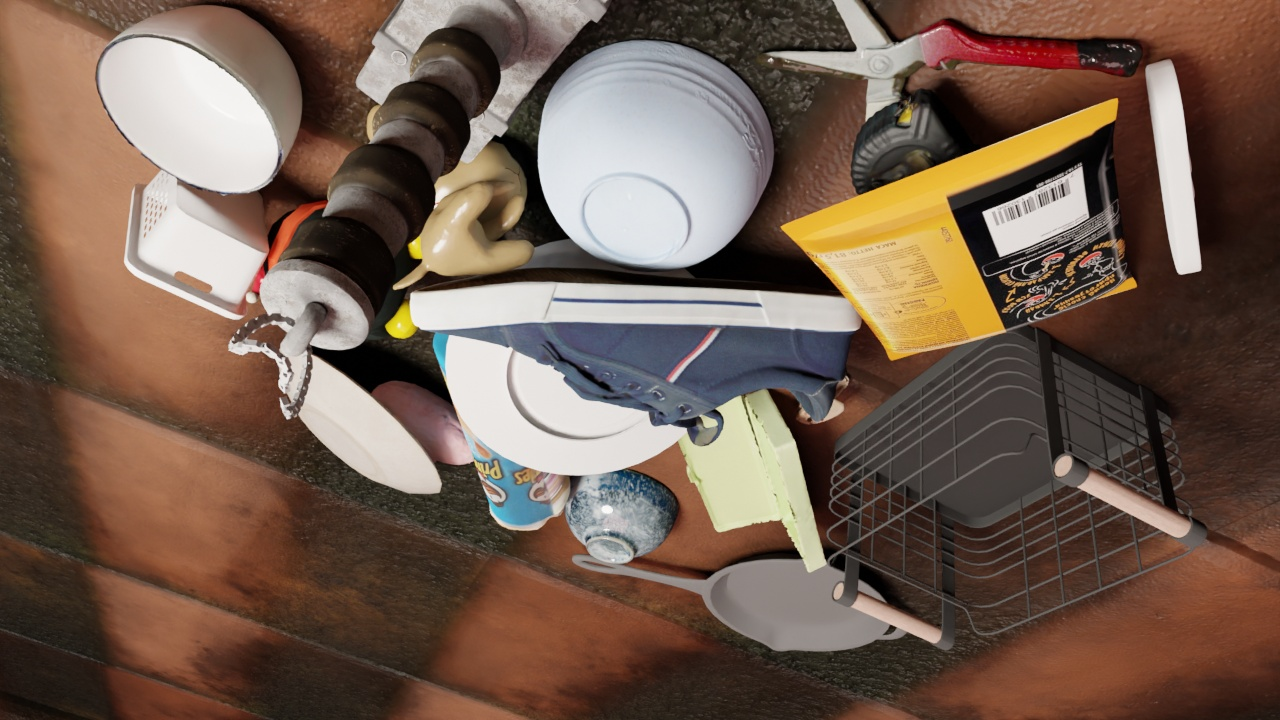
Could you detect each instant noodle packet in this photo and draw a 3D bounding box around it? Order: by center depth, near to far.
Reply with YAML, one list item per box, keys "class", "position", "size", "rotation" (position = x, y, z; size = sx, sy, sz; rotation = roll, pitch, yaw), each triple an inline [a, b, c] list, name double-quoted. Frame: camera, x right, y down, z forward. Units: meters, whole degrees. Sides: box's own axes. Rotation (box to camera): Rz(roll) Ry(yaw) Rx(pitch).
- class: "instant noodle packet"
  position: [0.195, -0.058, 0.531]
  size: [0.160, 0.032, 0.220]
  rotation: [-19, 153, 24]

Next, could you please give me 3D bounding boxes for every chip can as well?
- class: "chip can"
  position: [-0.113, 0.055, 0.785]
  size: [0.080, 0.079, 0.230]
  rotation: [5, 139, 11]

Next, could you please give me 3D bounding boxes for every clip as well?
- class: "clip"
  position: [0.140, 0.037, 0.712]
  size: [0.024, 0.041, 0.061]
  rotation: [22, 135, -6]

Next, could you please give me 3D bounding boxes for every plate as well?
- class: "plate"
  position: [-0.039, 0.007, 0.682]
  size: [0.208, 0.015, 0.209]
  rotation: [-4, 123, -7]
- class: "plate"
  position: [-0.259, 0.064, 0.821]
  size: [0.189, 0.027, 0.189]
  rotation: [30, 151, 18]

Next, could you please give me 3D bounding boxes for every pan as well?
- class: "pan"
  position: [0.103, 0.240, 0.970]
  size: [0.354, 0.024, 0.217]
  rotation: [11, 140, 4]

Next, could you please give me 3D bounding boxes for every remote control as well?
- class: "remote control"
  position: [0.291, -0.102, 0.499]
  size: [0.013, 0.043, 0.136]
  rotation: [-11, 134, 28]

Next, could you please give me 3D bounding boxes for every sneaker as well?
- class: "sneaker"
  position: [-0.004, 0.004, 0.607]
  size: [0.294, 0.120, 0.127]
  rotation: [5, 99, -10]

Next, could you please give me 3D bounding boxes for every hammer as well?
- class: "hammer"
  position: [-0.091, -0.104, 0.395]
  size: [0.079, 0.325, 0.177]
  rotation: [34, 137, -21]

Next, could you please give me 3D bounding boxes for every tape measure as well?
- class: "tape measure"
  position: [0.149, -0.111, 0.512]
  size: [0.063, 0.038, 0.067]
  rotation: [-26, 124, 39]

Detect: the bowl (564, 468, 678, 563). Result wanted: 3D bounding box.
- class: "bowl"
  position: [-0.025, 0.160, 0.890]
  size: [0.114, 0.060, 0.115]
  rotation: [10, 140, 8]

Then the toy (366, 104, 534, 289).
- class: "toy"
  position: [-0.116, -0.098, 0.591]
  size: [0.106, 0.108, 0.134]
  rotation: [-29, 129, 6]

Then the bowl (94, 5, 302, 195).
- class: "bowl"
  position: [-0.268, -0.169, 0.578]
  size: [0.116, 0.065, 0.116]
  rotation: [9, 140, 7]

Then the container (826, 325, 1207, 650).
- class: "container"
  position: [0.260, 0.102, 0.678]
  size: [0.162, 0.130, 0.242]
  rotation: [26, 139, -13]

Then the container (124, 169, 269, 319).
- class: "container"
  position: [-0.302, -0.093, 0.635]
  size: [0.080, 0.129, 0.050]
  rotation: [31, 107, -39]

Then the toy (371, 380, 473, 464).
- class: "toy"
  position: [-0.204, 0.064, 0.843]
  size: [0.108, 0.053, 0.105]
  rotation: [35, 146, -16]

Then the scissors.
- class: "scissors"
  position: [0.165, -0.141, 0.515]
  size: [0.199, 0.015, 0.179]
  rotation: [4, 139, 15]

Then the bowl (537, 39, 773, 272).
- class: "bowl"
  position: [0.003, -0.108, 0.559]
  size: [0.150, 0.074, 0.151]
  rotation: [8, 139, 7]

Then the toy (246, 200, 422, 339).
- class: "toy"
  position: [-0.224, -0.070, 0.663]
  size: [0.119, 0.097, 0.099]
  rotation: [18, -169, 33]

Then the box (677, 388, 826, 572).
- class: "box"
  position: [0.102, 0.098, 0.791]
  size: [0.130, 0.064, 0.188]
  rotation: [14, 145, 34]
